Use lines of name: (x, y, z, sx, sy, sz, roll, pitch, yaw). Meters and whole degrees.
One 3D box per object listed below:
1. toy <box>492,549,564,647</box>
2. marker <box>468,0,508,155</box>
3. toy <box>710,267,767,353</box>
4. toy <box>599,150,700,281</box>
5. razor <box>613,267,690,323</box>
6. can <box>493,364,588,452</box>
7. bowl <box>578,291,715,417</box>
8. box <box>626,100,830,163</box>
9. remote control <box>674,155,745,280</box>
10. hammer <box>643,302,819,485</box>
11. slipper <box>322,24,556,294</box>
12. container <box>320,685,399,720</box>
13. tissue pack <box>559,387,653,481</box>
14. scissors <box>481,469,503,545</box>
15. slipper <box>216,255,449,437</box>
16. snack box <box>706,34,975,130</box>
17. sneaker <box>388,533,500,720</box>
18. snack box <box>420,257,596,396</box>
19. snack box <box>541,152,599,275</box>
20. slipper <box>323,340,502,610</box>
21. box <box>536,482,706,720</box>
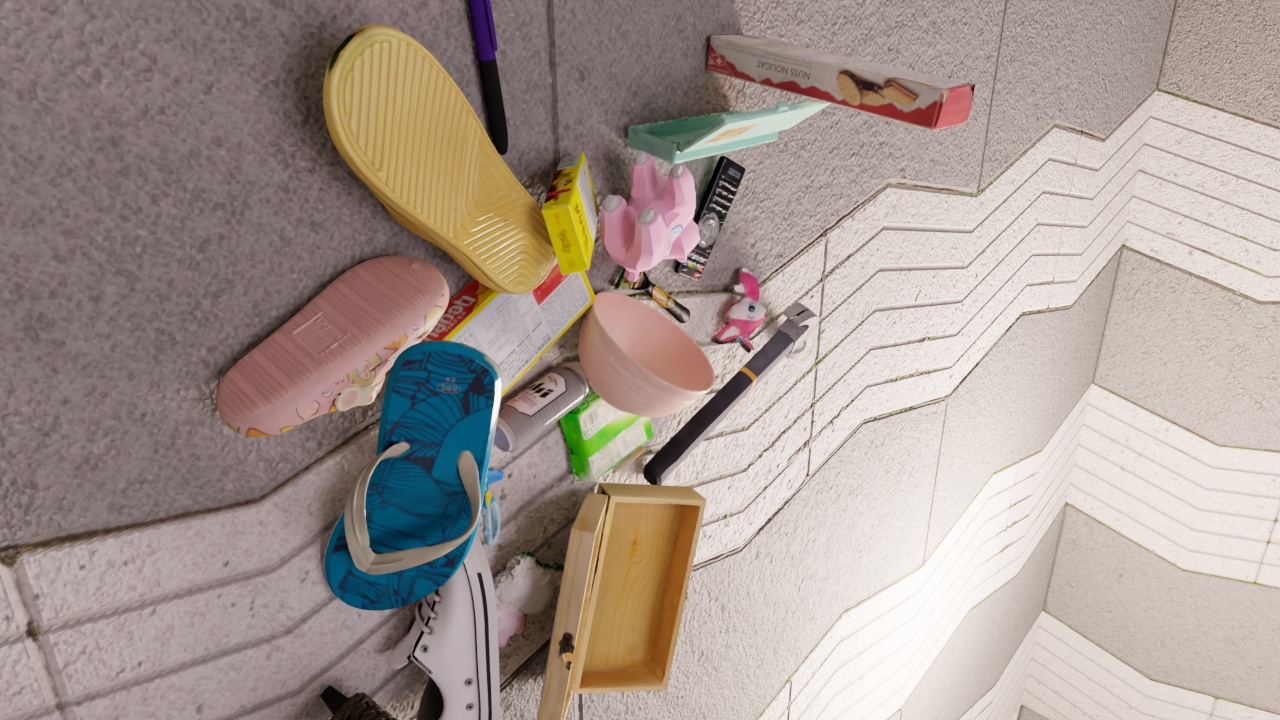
toy: (-0.132, 0.250, 0.966, 0.109, 0.041, 0.095, -56, 140, -7)
marker: (-0.125, -0.239, 0.772, 0.015, 0.018, 0.134, -52, 143, -52)
toy: (0.131, -0.062, 1.136, 0.065, 0.050, 0.102, 9, 94, -47)
toy: (0.015, -0.135, 0.924, 0.123, 0.067, 0.158, -59, 160, -20)
razor: (0.018, -0.073, 1.018, 0.144, 0.021, 0.044, 33, 80, -53)
can: (-0.102, 0.047, 0.907, 0.106, 0.044, 0.044, -37, 131, -34)
bowl: (-0.006, 0.005, 0.940, 0.152, 0.153, 0.076, 5, 128, -51)
box: (0.094, -0.238, 0.941, 0.186, 0.138, 0.055, -23, 116, -42)
remote control: (0.077, -0.161, 1.047, 0.045, 0.021, 0.140, 15, 99, -50)
hammer: (0.115, 0.043, 1.147, 0.311, 0.035, 0.139, -44, 163, -21)
slipper: (-0.161, -0.145, 0.723, 0.099, 0.078, 0.263, -58, 140, -13)
container: (-0.208, 0.454, 0.828, 0.176, 0.205, 0.321, -48, 137, -25)
tissue pack: (-0.034, 0.071, 1.006, 0.113, 0.034, 0.100, -34, 127, -36)
scissors: (-0.150, 0.113, 0.865, 0.125, 0.013, 0.127, 13, 72, -77)
slipper: (-0.225, 0.000, 0.708, 0.196, 0.093, 0.082, -44, 145, -28)
snack box: (0.194, -0.284, 0.926, 0.076, 0.273, 0.044, -22, 129, -43)
sneaker: (-0.192, 0.253, 0.873, 0.097, 0.091, 0.246, -6, 109, -21)
snack box: (-0.129, -0.031, 0.842, 0.200, 0.042, 0.092, -48, 136, -26)
snack box: (-0.060, -0.134, 0.816, 0.148, 0.026, 0.061, -87, 164, -61)
slipper: (-0.180, 0.115, 0.738, 0.118, 0.060, 0.296, 11, 122, -20)
box: (-0.039, 0.271, 1.024, 0.252, 0.119, 0.248, -8, 110, -60)
